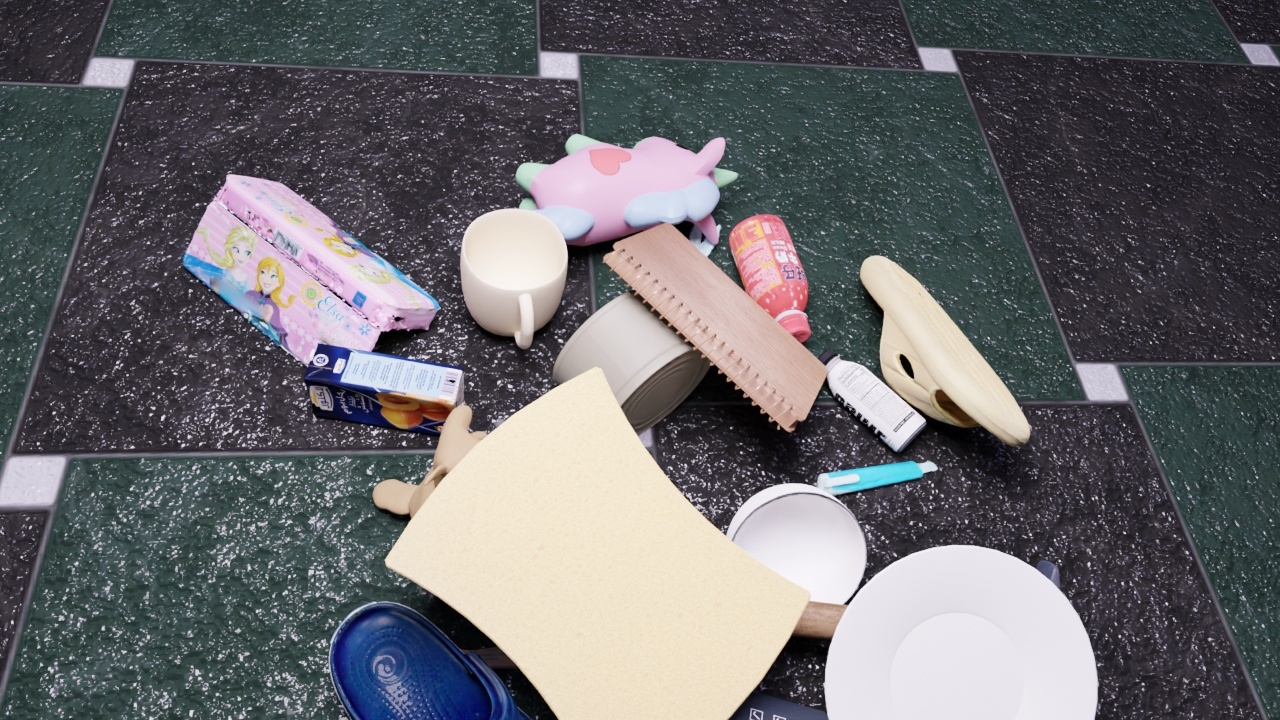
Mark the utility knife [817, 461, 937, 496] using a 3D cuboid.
[{"bbox_3d":[0.220,0.108,0.845,0.124,0.015,0.022,-5,71,-14],"label":"utility knife"}]

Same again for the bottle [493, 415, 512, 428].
[{"bbox_3d":[-0.076,0.090,0.797,0.130,0.040,0.040,35,59,14],"label":"bottle"}]

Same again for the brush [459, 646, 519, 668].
[{"bbox_3d":[-0.158,0.234,0.709,0.151,0.012,0.038,-3,58,-11],"label":"brush"}]

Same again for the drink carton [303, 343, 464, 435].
[{"bbox_3d":[-0.222,0.027,0.802,0.130,0.064,0.040,9,54,-3],"label":"drink carton"}]

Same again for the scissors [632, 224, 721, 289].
[{"bbox_3d":[0.034,-0.093,0.948,0.105,0.016,0.178,11,57,-1],"label":"scissors"}]

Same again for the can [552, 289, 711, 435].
[{"bbox_3d":[-0.005,0.005,0.811,0.127,0.128,0.073,-32,69,-25],"label":"can"}]

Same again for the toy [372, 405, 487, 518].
[{"bbox_3d":[-0.148,0.099,0.748,0.134,0.108,0.105,31,42,12],"label":"toy"}]

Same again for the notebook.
[{"bbox_3d":[0.072,-0.035,0.809,0.210,0.022,0.168,43,23,4],"label":"notebook"}]

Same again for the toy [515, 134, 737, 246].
[{"bbox_3d":[-0.020,-0.165,0.924,0.171,0.120,0.221,28,47,29],"label":"toy"}]

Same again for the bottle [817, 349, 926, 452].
[{"bbox_3d":[0.215,0.034,0.875,0.041,0.041,0.116,-36,69,-27],"label":"bottle"}]

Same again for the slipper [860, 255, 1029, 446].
[{"bbox_3d":[0.266,-0.005,0.878,0.111,0.079,0.261,28,27,-33],"label":"slipper"}]

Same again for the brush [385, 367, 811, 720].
[{"bbox_3d":[-0.029,0.153,0.655,0.195,0.075,0.250,-43,88,-9],"label":"brush"}]

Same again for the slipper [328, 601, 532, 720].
[{"bbox_3d":[-0.127,0.269,0.637,0.253,0.095,0.104,40,61,14],"label":"slipper"}]

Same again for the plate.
[{"bbox_3d":[0.242,0.245,0.696,0.208,0.015,0.208,0,86,-3],"label":"plate"}]

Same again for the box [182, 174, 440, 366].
[{"bbox_3d":[-0.316,-0.074,0.876,0.230,0.106,0.086,36,16,15],"label":"box"}]

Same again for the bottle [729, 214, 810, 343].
[{"bbox_3d":[0.136,-0.078,0.925,0.062,0.062,0.137,-8,60,-13],"label":"bottle"}]

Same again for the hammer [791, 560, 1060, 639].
[{"bbox_3d":[0.178,0.207,0.721,0.321,0.040,0.129,7,90,-3],"label":"hammer"}]

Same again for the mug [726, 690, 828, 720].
[{"bbox_3d":[0.086,0.301,0.674,0.077,0.071,0.105,16,83,2],"label":"mug"}]

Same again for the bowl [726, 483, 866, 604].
[{"bbox_3d":[0.122,0.152,0.758,0.113,0.063,0.113,-1,102,-4],"label":"bowl"}]

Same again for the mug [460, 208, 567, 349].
[{"bbox_3d":[-0.117,-0.064,0.856,0.096,0.100,0.120,-8,61,-15],"label":"mug"}]
